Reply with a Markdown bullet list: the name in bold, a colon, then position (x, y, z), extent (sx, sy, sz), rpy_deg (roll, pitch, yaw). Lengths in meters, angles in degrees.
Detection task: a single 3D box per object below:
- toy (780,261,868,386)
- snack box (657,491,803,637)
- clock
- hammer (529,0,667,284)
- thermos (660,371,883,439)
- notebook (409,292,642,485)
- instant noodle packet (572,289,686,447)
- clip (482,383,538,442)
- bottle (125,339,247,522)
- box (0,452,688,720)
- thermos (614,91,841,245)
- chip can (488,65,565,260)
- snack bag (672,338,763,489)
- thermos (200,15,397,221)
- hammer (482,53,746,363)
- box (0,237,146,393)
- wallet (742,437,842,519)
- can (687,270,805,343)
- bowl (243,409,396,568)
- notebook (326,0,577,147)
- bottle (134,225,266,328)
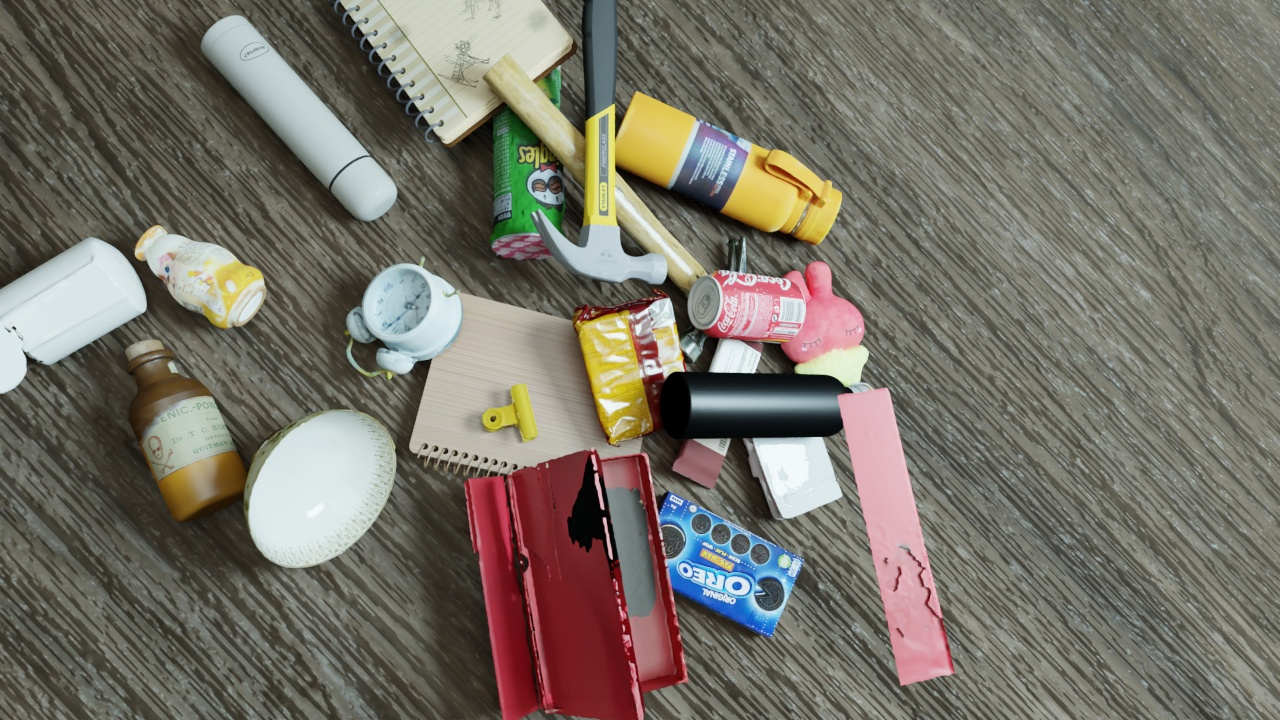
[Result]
- **toy**: position (0.184, -0.033, 0.930), extent (0.091, 0.045, 0.135), rpy_deg (-14, 88, -15)
- **snack box**: position (0.072, 0.195, 0.876), extent (0.150, 0.027, 0.082), rpy_deg (27, 76, -4)
- **clock**: position (-0.220, -0.035, 0.843), extent (0.083, 0.057, 0.117), rpy_deg (42, 87, 19)
- **hammer**: position (-0.036, -0.233, 0.837), extent (0.127, 0.029, 0.323), rpy_deg (0, 89, -24)
- **thermos**: position (0.135, 0.043, 0.866), extent (0.231, 0.061, 0.061), rpy_deg (1, 79, -24)
- **notebook**: position (-0.098, 0.040, 0.876), extent (0.210, 0.022, 0.169), rpy_deg (14, 77, -8)
- **instant noodle packet**: position (-0.005, 0.005, 0.856), extent (0.098, 0.040, 0.135), rpy_deg (-18, 101, -21)
- **clip**: position (-0.121, 0.052, 0.849), extent (0.050, 0.044, 0.054), rpy_deg (-18, 81, 20)
- **bottle**: position (-0.399, 0.056, 0.793), extent (0.067, 0.068, 0.157), rpy_deg (-26, 85, -14)
- **box**: position (-0.192, 0.204, 0.710), extent (0.509, 0.141, 0.215), rpy_deg (-5, 80, -28)
- **thermos**: position (0.087, -0.187, 0.918), extent (0.232, 0.091, 0.076), rpy_deg (23, 96, -6)
- **chip can**: position (-0.110, -0.215, 0.896), extent (0.075, 0.075, 0.223), rpy_deg (0, 79, -11)
- **snack bag**: position (0.077, 0.044, 0.905), extent (0.057, 0.013, 0.157), rpy_deg (29, 75, -32)
- **thermos**: position (-0.319, -0.226, 0.868), extent (0.052, 0.052, 0.224), rpy_deg (-42, 89, -15)
- **hammer**: position (-0.020, -0.155, 0.875), extent (0.330, 0.033, 0.132), rpy_deg (45, 74, -19)
- **box**: position (-0.491, -0.038, 0.758), extent (0.137, 0.143, 0.083), rpy_deg (-35, 115, -12)
- **wallet**: position (0.147, 0.095, 0.910), extent (0.086, 0.032, 0.116), rpy_deg (-12, 79, -23)
- **can**: position (0.102, -0.051, 0.882), extent (0.104, 0.064, 0.064), rpy_deg (4, 78, -33)
- **bowl**: position (-0.288, 0.100, 0.791), extent (0.063, 0.145, 0.145), rpy_deg (23, 73, 32)
- **notebook**: position (-0.189, -0.331, 0.883), extent (0.167, 0.024, 0.225), rpy_deg (-37, 75, 2)
- **bottle**: position (-0.394, -0.077, 0.820), extent (0.109, 0.063, 0.063), rpy_deg (34, 75, -5)
